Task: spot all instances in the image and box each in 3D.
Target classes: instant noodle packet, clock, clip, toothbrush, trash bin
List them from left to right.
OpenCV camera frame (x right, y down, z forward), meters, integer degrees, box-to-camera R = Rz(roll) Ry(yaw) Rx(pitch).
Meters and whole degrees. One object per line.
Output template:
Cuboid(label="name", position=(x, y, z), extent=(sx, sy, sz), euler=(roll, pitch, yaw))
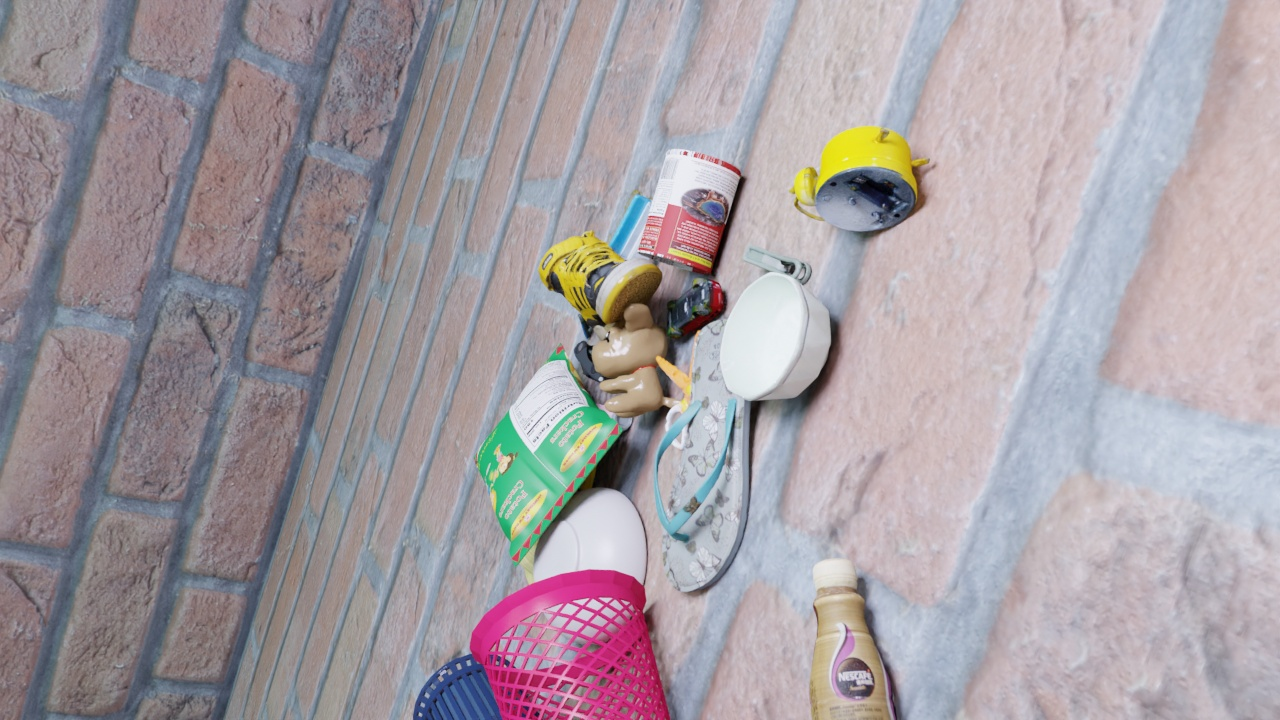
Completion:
Cuboid(label="trash bin", position=(-0.153, 0.448, 1.016), extent=(0.250, 0.139, 0.139), euler=(24, 97, 60))
Cuboid(label="instant noodle packet", position=(-0.121, 0.103, 1.110), extent=(0.196, 0.090, 0.252), euler=(-52, 30, 7))
Cuboid(label="toothbrush", position=(-0.072, 0.067, 1.183), extent=(0.026, 0.027, 0.223), euler=(-59, 24, -14))
Cuboid(label="clip", position=(0.128, -0.095, 0.889), extent=(0.078, 0.050, 0.023), euler=(-138, 66, -67))
Cuboid(label="clock", position=(0.181, -0.147, 0.779), extent=(0.119, 0.083, 0.057), euler=(-30, 45, 49))

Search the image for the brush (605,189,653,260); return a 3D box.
Cuboid(label="brush", position=(-0.011, -0.138, 1.147), extent=(0.136, 0.055, 0.075), euler=(-59, 26, 26))

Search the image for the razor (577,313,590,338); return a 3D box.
Cuboid(label="razor", position=(-0.070, -0.100, 1.273), extent=(0.043, 0.022, 0.144), euler=(76, -168, -56))

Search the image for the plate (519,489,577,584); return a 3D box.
Cuboid(label="plate", position=(-0.136, 0.204, 1.197), extent=(0.185, 0.036, 0.184), euler=(-46, 37, 49))

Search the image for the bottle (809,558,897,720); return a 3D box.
Cuboid(label="bottle", position=(0.150, 0.227, 0.664), extent=(0.060, 0.059, 0.165), euler=(-41, 41, 46))

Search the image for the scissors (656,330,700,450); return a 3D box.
Cuboid(label="scissors", position=(0.052, 0.036, 0.944), extent=(0.125, 0.011, 0.128), euler=(42, 112, 35))

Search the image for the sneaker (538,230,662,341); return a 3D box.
Cuboid(label="sneaker", position=(-0.050, -0.101, 1.047), extent=(0.086, 0.122, 0.239), euler=(-41, -4, -12))

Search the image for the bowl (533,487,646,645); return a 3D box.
Cuboid(label="bowl", position=(-0.072, 0.227, 1.033), extent=(0.177, 0.066, 0.176), euler=(-25, 57, 46))

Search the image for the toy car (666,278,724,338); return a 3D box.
Cuboid(label="toy car", position=(0.057, -0.055, 1.001), extent=(0.091, 0.036, 0.042), euler=(-34, 47, 49))

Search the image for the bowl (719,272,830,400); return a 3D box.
Cuboid(label="bowl", position=(0.129, -0.015, 0.825), extent=(0.118, 0.061, 0.117), euler=(-37, 45, 48))

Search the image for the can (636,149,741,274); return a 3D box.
Cuboid(label="can", position=(0.054, -0.163, 1.011), extent=(0.087, 0.086, 0.116), euler=(21, 95, 62))

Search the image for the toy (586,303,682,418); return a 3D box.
Cuboid(label="toy", position=(-0.006, 0.006, 1.020), extent=(0.134, 0.106, 0.108), euler=(42, -139, -75))

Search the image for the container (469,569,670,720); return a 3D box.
Cuboid(label="container", position=(-0.046, 0.343, 0.856), extent=(0.184, 0.183, 0.225), euler=(-56, 41, 30))

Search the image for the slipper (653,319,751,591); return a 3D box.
Cuboid(label="slipper", position=(0.060, 0.091, 0.880), extent=(0.098, 0.054, 0.268), euler=(7, 86, 47))

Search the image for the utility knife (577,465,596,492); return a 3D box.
Cuboid(label="utility knife", position=(-0.077, 0.191, 1.134), extent=(0.030, 0.018, 0.191), euler=(-7, 66, 65))

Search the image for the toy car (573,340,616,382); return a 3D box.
Cuboid(label="toy car", position=(-0.054, 0.007, 1.159), extent=(0.034, 0.046, 0.112), euler=(-62, 28, 11))
